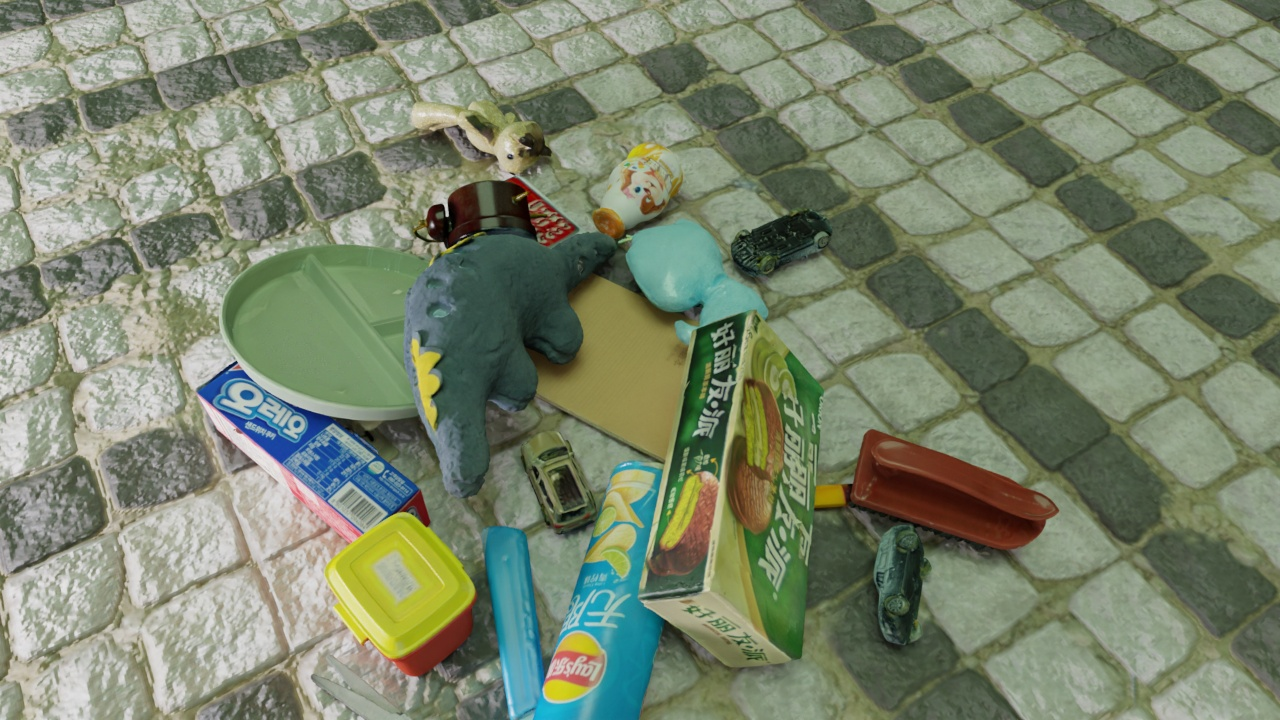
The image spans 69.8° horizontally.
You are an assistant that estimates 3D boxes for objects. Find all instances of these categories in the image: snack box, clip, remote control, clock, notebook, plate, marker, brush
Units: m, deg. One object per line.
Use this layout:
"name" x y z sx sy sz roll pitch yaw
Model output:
"snack box" -0.258 0.075 0.719 0.207 0.058 0.057 32 58 21
"clip" -0.238 0.043 0.758 0.100 0.070 0.034 31 56 29
"remote control" -0.102 -0.137 0.911 0.055 0.020 0.136 -33 59 -25
"clock" -0.152 -0.125 0.858 0.122 0.082 0.055 -12 76 10
"snack box" 0.074 0.088 0.674 0.063 0.114 0.239 -18 42 35
"notebook" -0.005 0.005 0.810 0.211 0.012 0.149 26 55 18
"snack box" -0.163 0.167 0.636 0.081 0.080 0.091 -36 61 -26
"plate" -0.232 -0.027 0.778 0.230 0.028 0.229 11 36 -9
"marker" 0.178 0.107 0.732 0.124 0.015 0.018 -2 54 -6
"brush" 0.235 0.101 0.694 0.146 0.069 0.063 19 61 3

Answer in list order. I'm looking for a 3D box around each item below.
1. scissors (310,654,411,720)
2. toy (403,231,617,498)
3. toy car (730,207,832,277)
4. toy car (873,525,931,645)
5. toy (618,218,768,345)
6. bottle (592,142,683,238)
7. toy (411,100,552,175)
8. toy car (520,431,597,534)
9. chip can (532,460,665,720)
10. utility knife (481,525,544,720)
"scissors" -0.159 0.259 0.609 0.173 0.012 0.126 5 52 4
"toy" -0.114 -0.035 0.743 0.138 0.092 0.355 32 37 -3
"toy car" 0.137 -0.114 0.891 0.105 0.031 0.049 -25 57 -18
"toy car" 0.189 0.164 0.672 0.034 0.043 0.090 -5 44 30
"toy" 0.046 -0.073 0.844 0.156 0.050 0.161 25 44 1
"bottle" -0.005 -0.166 0.910 0.063 0.063 0.108 26 56 17
"toy" -0.171 -0.244 0.974 0.157 0.066 0.105 22 12 20
"toy car" -0.065 0.092 0.726 0.042 0.035 0.090 -17 52 -16
"chip can" -0.015 0.174 0.639 0.071 0.071 0.209 12 53 8
"utility knife" -0.089 0.191 0.658 0.034 0.018 0.160 -11 55 -5
